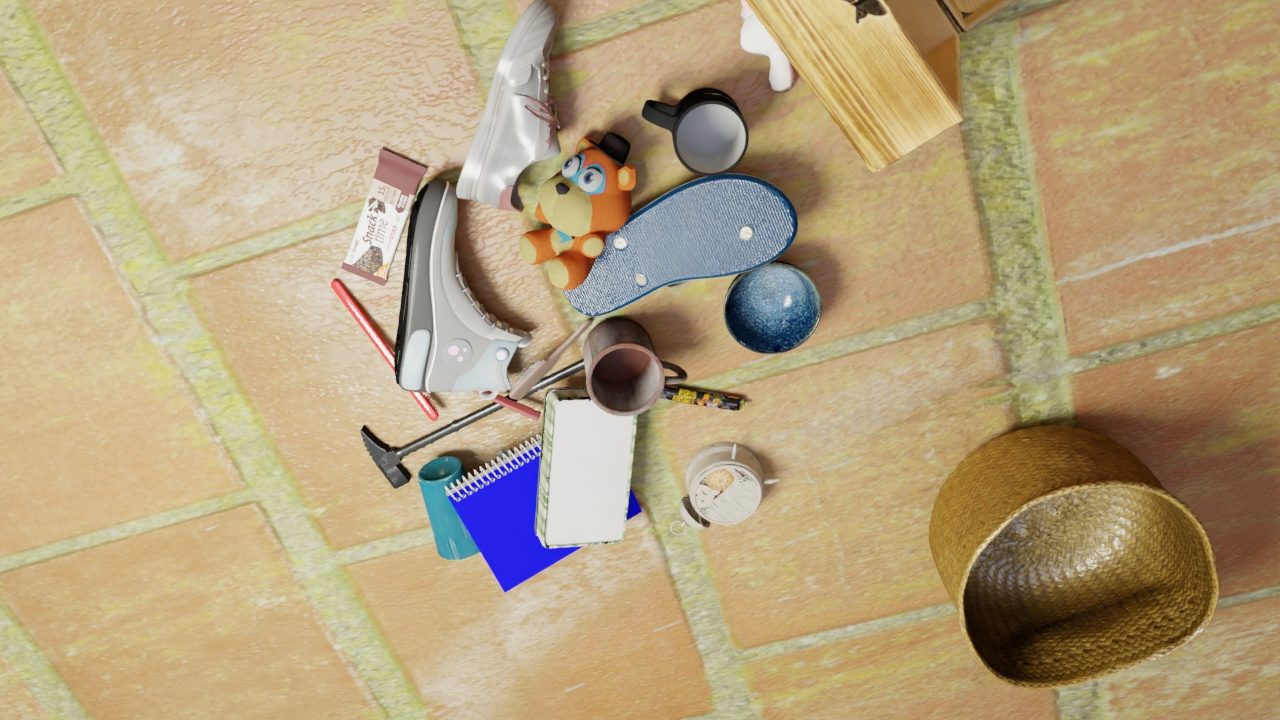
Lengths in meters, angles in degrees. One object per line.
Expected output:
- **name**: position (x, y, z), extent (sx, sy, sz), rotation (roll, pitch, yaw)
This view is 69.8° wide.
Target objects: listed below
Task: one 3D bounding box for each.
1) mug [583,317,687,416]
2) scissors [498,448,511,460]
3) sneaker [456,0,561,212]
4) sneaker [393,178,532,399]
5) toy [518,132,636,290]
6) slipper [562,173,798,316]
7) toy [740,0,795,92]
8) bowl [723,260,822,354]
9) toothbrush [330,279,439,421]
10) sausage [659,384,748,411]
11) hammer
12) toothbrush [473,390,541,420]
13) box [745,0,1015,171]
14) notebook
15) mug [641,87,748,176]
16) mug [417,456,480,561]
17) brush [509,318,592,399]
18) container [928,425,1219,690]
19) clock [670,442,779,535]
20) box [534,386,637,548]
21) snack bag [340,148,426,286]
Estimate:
- **mug**: position (-0.007, 0.006, 1.093), extent (0.123, 0.110, 0.096), rotation (8, 115, -10)
- **scissors**: position (-0.178, 0.178, 1.236), extent (0.076, 0.015, 0.141), rotation (-13, 108, 9)
- **sneaker**: position (-0.118, -0.262, 0.979), extent (0.089, 0.099, 0.237), rotation (22, 121, -8)
- **sneaker**: position (-0.200, -0.077, 1.080), extent (0.160, 0.093, 0.257), rotation (7, 110, -18)
- **toy**: position (-0.064, -0.169, 1.017), extent (0.176, 0.112, 0.096), rotation (-55, 145, 5)
- **slipper**: position (0.038, -0.135, 1.058), extent (0.296, 0.060, 0.118), rotation (-20, 108, 24)
- **toy**: position (0.145, -0.347, 0.965), extent (0.079, 0.037, 0.122), rotation (-26, 113, 25)
- **bowl**: position (0.152, -0.071, 1.082), extent (0.114, 0.060, 0.114), rotation (0, 116, -1)
- **toothbrush**: position (-0.315, -0.012, 1.139), extent (0.012, 0.018, 0.212), rotation (-31, 104, 10)
- **sausage**: position (0.060, 0.044, 1.160), extent (0.155, 0.020, 0.020), rotation (10, 115, -4)
- **hammer**: position (-0.207, 0.062, 1.177), extent (0.325, 0.015, 0.095), rotation (-26, 111, 12)
- **toothbrush**: position (-0.212, 0.029, 1.149), extent (0.190, 0.016, 0.016), rotation (25, 101, -3)
- **box**: position (0.276, -0.412, 0.813), extent (0.337, 0.285, 0.279), rotation (-32, 111, 33)
- **notebook**: position (-0.122, 0.180, 1.187), extent (0.209, 0.022, 0.172), rotation (-29, 113, -10)
- **mug**: position (0.056, -0.252, 0.983), extent (0.113, 0.087, 0.078), rotation (18, 114, -7)
- **mug**: position (-0.245, 0.190, 1.198), extent (0.078, 0.078, 0.121), rotation (-9, 118, 5)
- **brush**: position (-0.111, -0.005, 1.123), extent (0.136, 0.050, 0.015), rotation (-45, 80, 2)
- **container**: position (0.518, 0.231, 1.145), extent (0.307, 0.196, 0.307), rotation (0, 117, 0)
- **clock**: position (0.097, 0.180, 1.201), extent (0.103, 0.061, 0.157), rotation (40, 108, -16)
- **box**: position (-0.070, 0.133, 1.154), extent (0.117, 0.051, 0.206), rotation (-1, 107, -18)
- **snack bag**: position (-0.302, -0.164, 1.072), extent (0.057, 0.013, 0.158), rotation (24, 113, -8)
